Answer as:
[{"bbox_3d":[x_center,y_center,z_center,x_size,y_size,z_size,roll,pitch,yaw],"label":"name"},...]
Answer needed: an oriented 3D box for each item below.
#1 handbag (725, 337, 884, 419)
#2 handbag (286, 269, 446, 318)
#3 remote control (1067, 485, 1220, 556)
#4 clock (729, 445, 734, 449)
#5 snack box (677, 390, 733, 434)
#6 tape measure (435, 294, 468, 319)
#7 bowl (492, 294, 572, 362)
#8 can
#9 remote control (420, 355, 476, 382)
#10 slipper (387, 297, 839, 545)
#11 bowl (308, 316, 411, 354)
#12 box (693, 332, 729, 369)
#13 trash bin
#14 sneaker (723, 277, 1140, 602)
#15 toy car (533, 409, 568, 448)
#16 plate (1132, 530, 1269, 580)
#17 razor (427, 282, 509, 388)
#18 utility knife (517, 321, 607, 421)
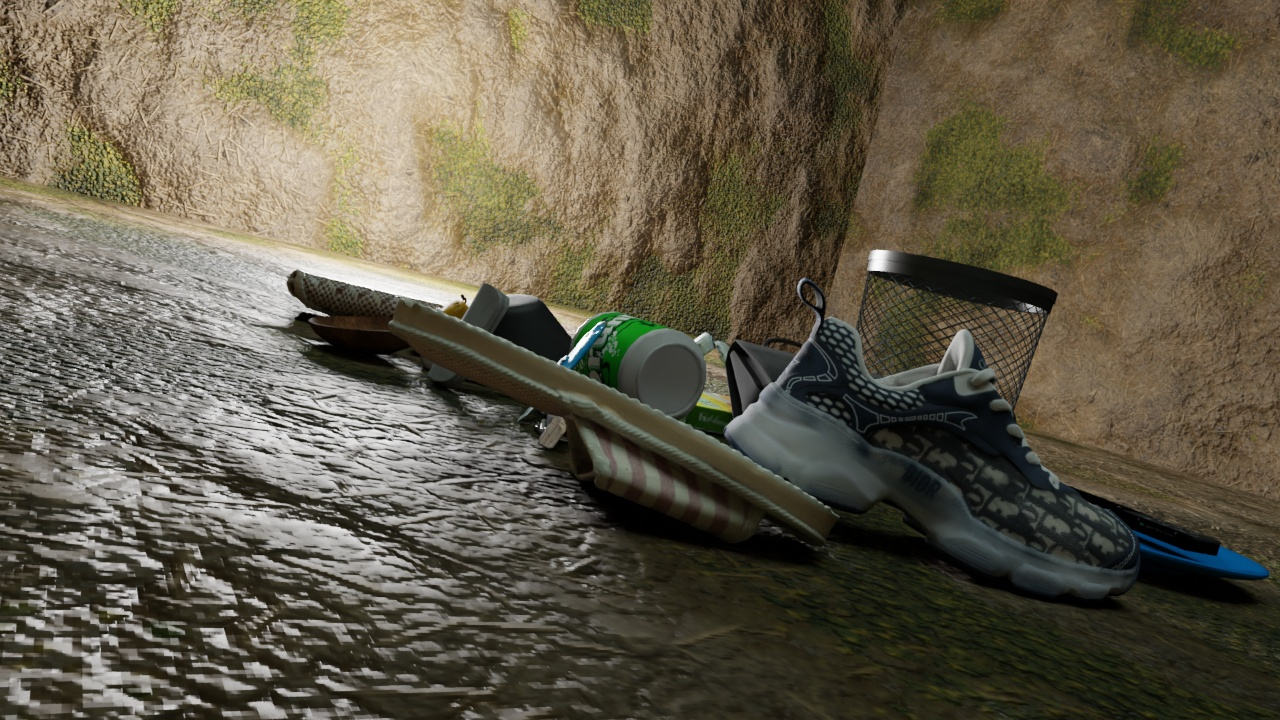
[{"bbox_3d":[0.170,0.023,0.904,0.175,0.072,0.195,13,24,-15],"label":"handbag"},{"bbox_3d":[-0.278,-0.052,0.987,0.185,0.047,0.124,14,-4,-12],"label":"handbag"},{"bbox_3d":[0.399,0.128,0.760,0.034,0.013,0.150,12,5,-23],"label":"remote control"},{"bbox_3d":[0.112,0.075,0.698,0.094,0.035,0.122,15,6,4],"label":"clock"},{"bbox_3d":[0.098,0.057,0.937,0.168,0.027,0.132,12,5,-20],"label":"snack box"},{"bbox_3d":[-0.196,-0.036,0.909,0.030,0.068,0.059,50,-12,-16],"label":"tape measure"},{"bbox_3d":[-0.128,-0.035,0.924,0.124,0.052,0.124,-2,20,0],"label":"bowl"},{"bbox_3d":[-0.005,0.005,0.864,0.087,0.088,0.140,12,5,-30],"label":"can"},{"bbox_3d":[-0.139,0.004,0.824,0.114,0.028,0.060,14,4,4],"label":"remote control"},{"bbox_3d":[-0.021,0.043,0.496,0.263,0.052,0.115,27,-6,-1],"label":"slipper"},{"bbox_3d":[-0.237,-0.020,0.806,0.101,0.026,0.114,0,8,-31],"label":"bowl"},{"bbox_3d":[0.079,0.026,1.199,0.129,0.105,0.210,56,7,6],"label":"box"},{"bbox_3d":[0.355,0.005,1.105,0.218,0.227,0.217,14,5,-1],"label":"trash bin"},{"bbox_3d":[0.196,0.050,0.572,0.269,0.132,0.103,23,3,0],"label":"sneaker"},{"bbox_3d":[-0.049,0.039,0.646,0.039,0.039,0.113,35,3,-7],"label":"toy car"},{"bbox_3d":[0.392,0.147,0.769,0.224,0.024,0.224,14,4,-1],"label":"plate"},{"bbox_3d":[-0.107,0.003,0.769,0.116,0.088,0.047,35,-8,-34],"label":"razor"},{"bbox_3d":[-0.062,0.006,0.756,0.015,0.031,0.219,46,21,-7],"label":"utility knife"}]
